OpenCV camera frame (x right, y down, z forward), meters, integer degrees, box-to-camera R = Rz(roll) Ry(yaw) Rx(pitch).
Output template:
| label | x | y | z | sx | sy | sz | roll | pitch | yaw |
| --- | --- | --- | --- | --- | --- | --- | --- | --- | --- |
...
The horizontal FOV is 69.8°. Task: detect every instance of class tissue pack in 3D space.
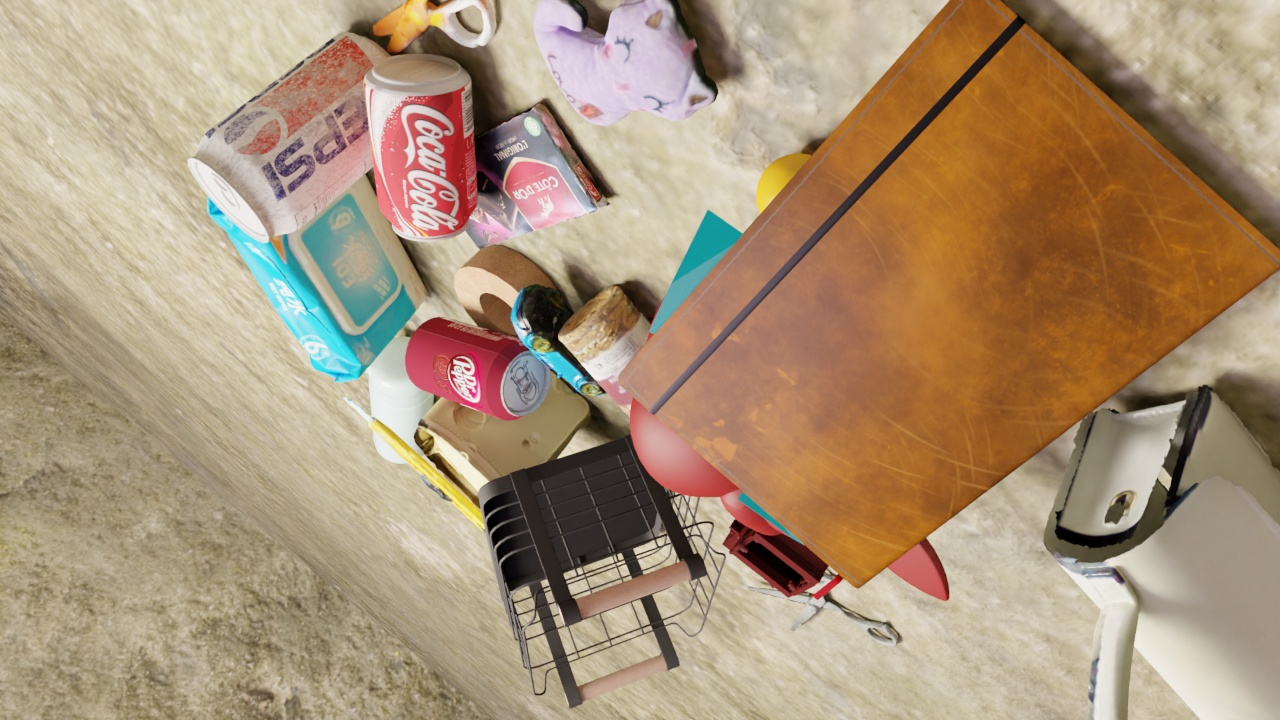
| label | x | y | z | sx | sy | sz | roll | pitch | yaw |
| --- | --- | --- | --- | --- | --- | --- | --- | --- | --- |
| tissue pack | -0.258 | -0.088 | 0.752 | 0.066 | 0.116 | 0.209 | 13 | 142 | 30 |

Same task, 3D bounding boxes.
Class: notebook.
| label | x | y | z | sx | sy | sz | roll | pitch | yaw |
| --- | --- | --- | --- | --- | --- | --- | --- | --- | --- |
| notebook | 0.107 | -0.016 | 0.407 | 0.178 | 0.014 | 0.250 | 41 | 119 | -2 |

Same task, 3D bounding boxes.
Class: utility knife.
| label | x | y | z | sx | sy | sz | roll | pitch | yaw |
| --- | --- | --- | --- | --- | --- | --- | --- | --- | --- |
| utility knife | -0.186 | 0.091 | 0.781 | 0.175 | 0.017 | 0.031 | 47 | 152 | -7 |

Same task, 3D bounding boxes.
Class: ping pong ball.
| label | x | y | z | sx | sy | sz | roll | pitch | yaw |
| --- | --- | --- | --- | --- | --- | --- | --- | --- | --- |
| ping pong ball | 0.077 | -0.082 | 0.454 | 0.040 | 0.040 | 0.040 | 29 | 149 | 19 |

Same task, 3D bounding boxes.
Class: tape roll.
| label | x | y | z | sx | sy | sz | roll | pitch | yaw |
| --- | --- | --- | --- | --- | --- | --- | --- | --- | --- |
| tape roll | -0.101 | -0.045 | 0.720 | 0.094 | 0.027 | 0.094 | 29 | 149 | 19 |

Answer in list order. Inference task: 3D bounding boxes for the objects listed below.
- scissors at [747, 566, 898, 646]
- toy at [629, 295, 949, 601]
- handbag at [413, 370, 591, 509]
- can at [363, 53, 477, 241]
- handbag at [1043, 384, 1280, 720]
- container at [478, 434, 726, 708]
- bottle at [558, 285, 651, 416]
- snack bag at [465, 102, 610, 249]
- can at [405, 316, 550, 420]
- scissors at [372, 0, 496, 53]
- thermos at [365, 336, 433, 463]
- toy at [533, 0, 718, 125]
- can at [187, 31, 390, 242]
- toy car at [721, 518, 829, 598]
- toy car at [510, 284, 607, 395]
| label | x | y | z | sx | sy | sz | roll | pitch | yaw |
| --- | --- | --- | --- | --- | --- | --- | --- | --- | --- |
| scissors | 0.151 | 0.200 | 0.781 | 0.142 | 0.014 | 0.172 | 19 | 143 | 27 |
| toy | 0.086 | 0.042 | 0.532 | 0.197 | 0.120 | 0.158 | 19 | 134 | 44 |
| handbag | -0.121 | 0.059 | 0.793 | 0.111 | 0.119 | 0.081 | 45 | 152 | -9 |
| can | -0.137 | -0.134 | 0.581 | 0.064 | 0.064 | 0.105 | 24 | 131 | 26 |
| handbag | 0.245 | 0.117 | 0.396 | 0.151 | 0.175 | 0.074 | 47 | 148 | -11 |
| container | -0.032 | 0.180 | 0.766 | 0.242 | 0.162 | 0.130 | 95 | 154 | -56 |
| bottle | -0.004 | 0.004 | 0.647 | 0.105 | 0.056 | 0.056 | 49 | 149 | -15 |
| snack bag | -0.089 | -0.120 | 0.617 | 0.155 | 0.018 | 0.074 | -7 | 123 | 50 |
| can | -0.130 | 0.005 | 0.726 | 0.114 | 0.063 | 0.063 | 16 | 143 | 36 |
| scissors | -0.128 | -0.204 | 0.554 | 0.073 | 0.012 | 0.132 | 47 | 154 | -19 |
| thermos | -0.253 | 0.045 | 0.978 | 0.078 | 0.065 | 0.207 | 17 | 150 | -6 |
| toy | -0.012 | -0.154 | 0.462 | 0.100 | 0.036 | 0.080 | 5 | 137 | 47 |
| can | -0.215 | -0.145 | 0.598 | 0.078 | 0.136 | 0.078 | 34 | 156 | 17 |
| toy car | 0.110 | 0.134 | 0.687 | 0.070 | 0.061 | 0.170 | 38 | 151 | 4 |
| toy car | -0.057 | -0.012 | 0.674 | 0.032 | 0.048 | 0.105 | -20 | 135 | 33 |
